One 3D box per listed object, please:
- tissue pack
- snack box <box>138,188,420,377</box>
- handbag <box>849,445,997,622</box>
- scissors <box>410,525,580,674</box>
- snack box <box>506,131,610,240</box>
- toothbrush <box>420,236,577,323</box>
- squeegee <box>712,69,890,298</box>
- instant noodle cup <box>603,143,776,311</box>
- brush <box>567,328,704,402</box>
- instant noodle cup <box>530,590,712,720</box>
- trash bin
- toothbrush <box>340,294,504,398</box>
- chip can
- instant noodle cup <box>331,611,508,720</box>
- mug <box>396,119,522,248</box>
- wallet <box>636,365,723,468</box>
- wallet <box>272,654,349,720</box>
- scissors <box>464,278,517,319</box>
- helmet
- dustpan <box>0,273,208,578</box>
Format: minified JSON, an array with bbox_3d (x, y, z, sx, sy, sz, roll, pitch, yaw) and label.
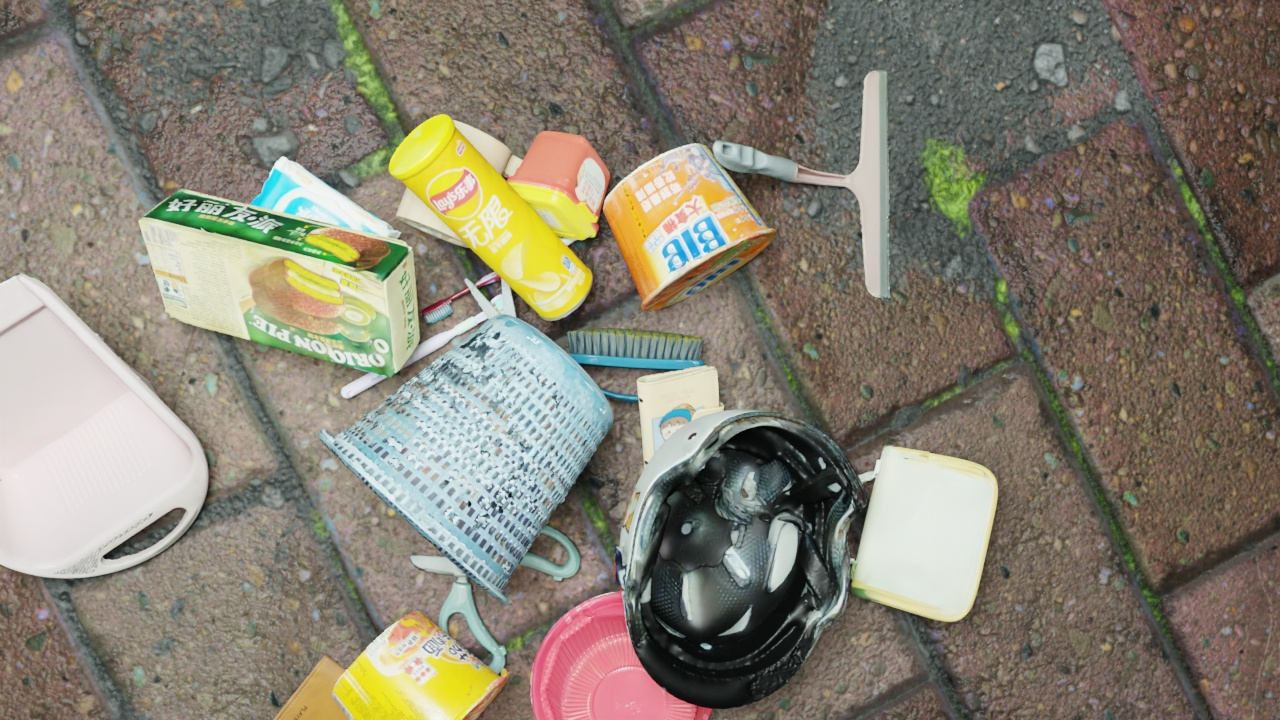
[{"bbox_3d":[-0.314,-0.125,0.895,0.140,0.063,0.090,33,87,-5],"label":"tissue pack"},{"bbox_3d":[-0.325,-0.071,0.838,0.240,0.063,0.115,13,131,9],"label":"snack box"},{"bbox_3d":[0.266,0.171,0.960,0.179,0.063,0.163,14,87,9],"label":"handbag"},{"bbox_3d":[-0.137,0.225,0.929,0.179,0.019,0.170,-19,90,-5],"label":"scissors"},{"bbox_3d":[-0.075,-0.173,0.905,0.082,0.091,0.080,16,75,26],"label":"snack box"},{"bbox_3d":[-0.138,-0.087,0.938,0.187,0.016,0.017,-29,121,-7],"label":"toothbrush"},{"bbox_3d":[0.159,-0.193,0.929,0.249,0.040,0.247,2,88,-37],"label":"squeegee"},{"bbox_3d":[0.041,-0.132,0.897,0.151,0.151,0.111,-29,83,-6],"label":"instant noodle cup"},{"bbox_3d":[-0.005,0.005,0.927,0.143,0.055,0.073,2,90,-10],"label":"brush"},{"bbox_3d":[-0.013,0.334,0.916,0.194,0.066,0.194,0,90,-7],"label":"instant noodle cup"},{"bbox_3d":[-0.138,0.075,0.834,0.226,0.227,0.194,43,75,-3],"label":"trash bin"},{"bbox_3d":[-0.216,-0.011,0.925,0.189,0.021,0.029,-30,117,-6],"label":"toothbrush"},{"bbox_3d":[-0.134,-0.126,0.853,0.072,0.072,0.213,-47,127,-5],"label":"chip can"},{"bbox_3d":[-0.212,0.313,0.862,0.110,0.138,0.138,42,84,12],"label":"instant noodle cup"},{"bbox_3d":[-0.168,-0.167,0.912,0.124,0.084,0.103,23,87,-32],"label":"mug"},{"bbox_3d":[0.042,0.061,0.927,0.087,0.024,0.115,-10,118,-9],"label":"wallet"},{"bbox_3d":[-0.297,0.377,0.903,0.130,0.035,0.119,38,79,-4],"label":"wallet"},{"bbox_3d":[-0.118,-0.009,0.928,0.157,0.012,0.165,14,96,-11],"label":"scissors"},{"bbox_3d":[0.077,0.171,0.883,0.230,0.157,0.274,11,98,-19],"label":"helmet"},{"bbox_3d":[-0.519,0.084,0.801,0.222,0.273,0.139,-35,67,-3],"label":"dustpan"}]
